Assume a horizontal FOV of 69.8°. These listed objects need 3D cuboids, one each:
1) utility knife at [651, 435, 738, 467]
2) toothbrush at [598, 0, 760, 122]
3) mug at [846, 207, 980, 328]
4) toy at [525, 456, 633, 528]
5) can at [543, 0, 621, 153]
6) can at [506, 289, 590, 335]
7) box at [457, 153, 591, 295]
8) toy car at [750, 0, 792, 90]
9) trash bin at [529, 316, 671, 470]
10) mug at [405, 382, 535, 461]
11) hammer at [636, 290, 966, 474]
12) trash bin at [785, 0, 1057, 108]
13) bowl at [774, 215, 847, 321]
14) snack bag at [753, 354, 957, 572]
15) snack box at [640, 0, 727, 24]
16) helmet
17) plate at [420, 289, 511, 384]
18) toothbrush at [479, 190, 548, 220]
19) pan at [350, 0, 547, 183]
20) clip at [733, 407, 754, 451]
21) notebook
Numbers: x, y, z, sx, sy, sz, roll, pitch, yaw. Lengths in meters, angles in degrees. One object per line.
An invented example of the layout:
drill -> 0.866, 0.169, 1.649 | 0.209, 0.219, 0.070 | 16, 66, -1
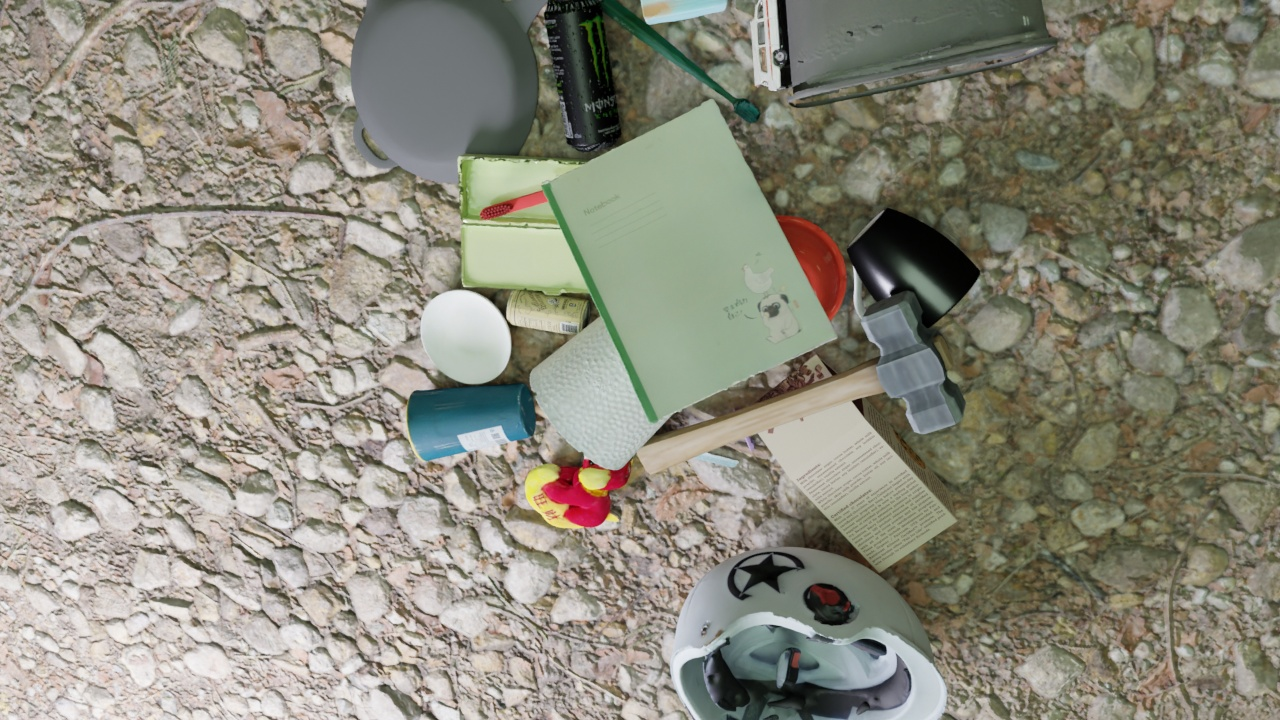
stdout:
utility knife -> 0.018, 0.089, 0.981 | 0.177, 0.015, 0.022 | 13, 116, 3
toothbrush -> 0.033, -0.278, 0.841 | 0.190, 0.017, 0.016 | 35, 109, -6
mug -> 0.235, -0.079, 0.850 | 0.100, 0.084, 0.119 | 43, 140, 0
toy -> -0.061, 0.139, 0.987 | 0.105, 0.067, 0.138 | 42, 122, -15
can -> -0.052, -0.263, 0.840 | 0.054, 0.053, 0.138 | -4, 116, 12
can -> -0.094, -0.049, 0.939 | 0.079, 0.038, 0.038 | 10, 110, 7
box -> -0.086, -0.132, 0.906 | 0.187, 0.024, 0.137 | 2, 108, 4
toy car -> 0.116, -0.298, 0.814 | 0.039, 0.039, 0.113 | 3, 110, 32
trash bin -> -0.005, 0.005, 0.898 | 0.161, 0.133, 0.133 | -42, 97, 16
mug -> -0.177, 0.062, 0.977 | 0.121, 0.078, 0.078 | -8, 107, 9
hammer -> 0.134, 0.046, 0.867 | 0.324, 0.051, 0.117 | -23, 101, 31
trash bin -> 0.197, -0.328, 0.711 | 0.198, 0.197, 0.220 | -8, 101, 15
bowl -> 0.133, -0.072, 0.884 | 0.130, 0.045, 0.131 | 3, 109, 10
snack bag -> 0.207, 0.097, 0.915 | 0.094, 0.069, 0.206 | -41, 97, 20
snack box -> 0.026, -0.386, 0.788 | 0.075, 0.053, 0.175 | -8, 108, 7
helmet -> 0.168, 0.282, 0.934 | 0.264, 0.163, 0.237 | -4, 129, 15
plate -> -0.179, -0.028, 0.967 | 0.104, 0.026, 0.104 | 7, 113, 16
toothbrush -> -0.054, -0.166, 0.869 | 0.213, 0.017, 0.012 | -15, 109, 9
pan -> -0.146, -0.301, 0.869 | 0.355, 0.024, 0.216 | -34, 100, 19
clip -> 0.119, 0.071, 0.954 | 0.046, 0.014, 0.050 | -4, 110, 12
notebook -> 0.038, -0.092, 0.828 | 0.182, 0.010, 0.252 | -26, 77, 5
